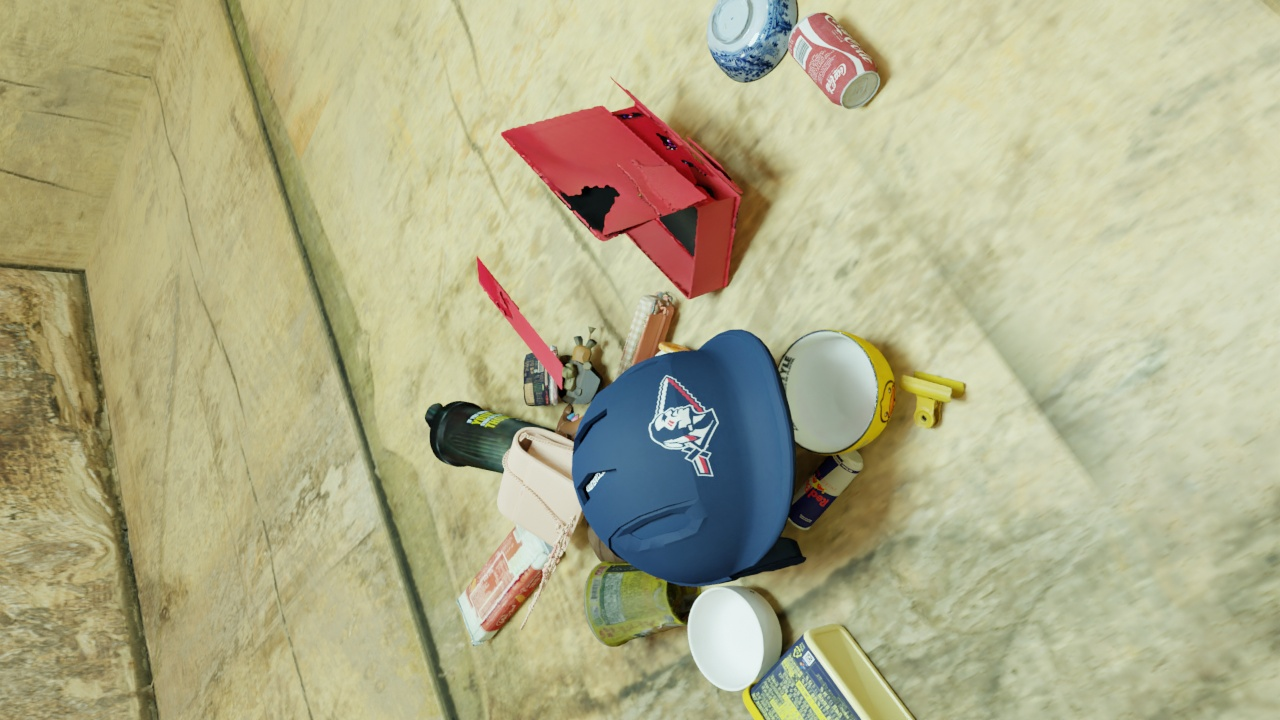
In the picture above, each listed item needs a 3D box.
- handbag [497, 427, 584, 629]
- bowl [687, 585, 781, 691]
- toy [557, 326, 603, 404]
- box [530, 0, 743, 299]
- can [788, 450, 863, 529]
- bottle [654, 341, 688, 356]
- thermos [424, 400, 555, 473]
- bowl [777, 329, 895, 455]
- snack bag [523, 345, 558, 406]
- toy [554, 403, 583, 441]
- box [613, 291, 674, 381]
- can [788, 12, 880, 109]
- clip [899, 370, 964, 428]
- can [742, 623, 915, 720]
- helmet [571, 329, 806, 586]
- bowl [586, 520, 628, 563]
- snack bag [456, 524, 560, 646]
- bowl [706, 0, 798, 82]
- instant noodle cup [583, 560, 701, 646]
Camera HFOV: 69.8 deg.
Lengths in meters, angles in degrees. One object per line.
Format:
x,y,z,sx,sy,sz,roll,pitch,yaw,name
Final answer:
-0.137,0.186,1.091,0.116,0.186,0.199,27,139,3,handbag
0.104,0.289,0.964,0.105,0.054,0.105,-6,82,45,bowl
-0.076,0.006,1.162,0.076,0.062,0.100,15,93,35,toy
-0.012,-0.248,0.924,0.107,0.410,0.211,-37,55,-5,box
0.181,0.125,0.906,0.032,0.032,0.095,54,124,33,can
0.025,0.034,1.052,0.063,0.063,0.109,28,110,43,bottle
-0.207,0.114,1.278,0.221,0.098,0.098,7,93,40,thermos
0.193,0.030,0.874,0.117,0.067,0.117,-3,86,46,bowl
-0.132,0.023,1.208,0.155,0.018,0.074,171,99,-72,snack bag
-0.071,0.077,1.174,0.090,0.070,0.102,-42,36,22,toy
-0.007,0.007,1.088,0.078,0.054,0.187,-77,4,-77,box
0.190,-0.295,0.902,0.054,0.054,0.096,-50,55,32,can
0.260,0.036,0.832,0.054,0.045,0.048,19,77,44,clip
0.180,0.335,0.869,0.105,0.075,0.135,-56,52,25,can
0.051,0.092,0.873,0.273,0.222,0.232,-45,47,46,helmet
-0.032,0.205,1.126,0.119,0.032,0.119,-3,86,46,bowl
-0.185,0.304,1.278,0.226,0.041,0.077,-53,53,32,snack bag
0.110,-0.364,0.995,0.114,0.045,0.114,-3,86,46,bowl
0.007,0.271,1.047,0.108,0.102,0.102,-18,75,35,instant noodle cup
